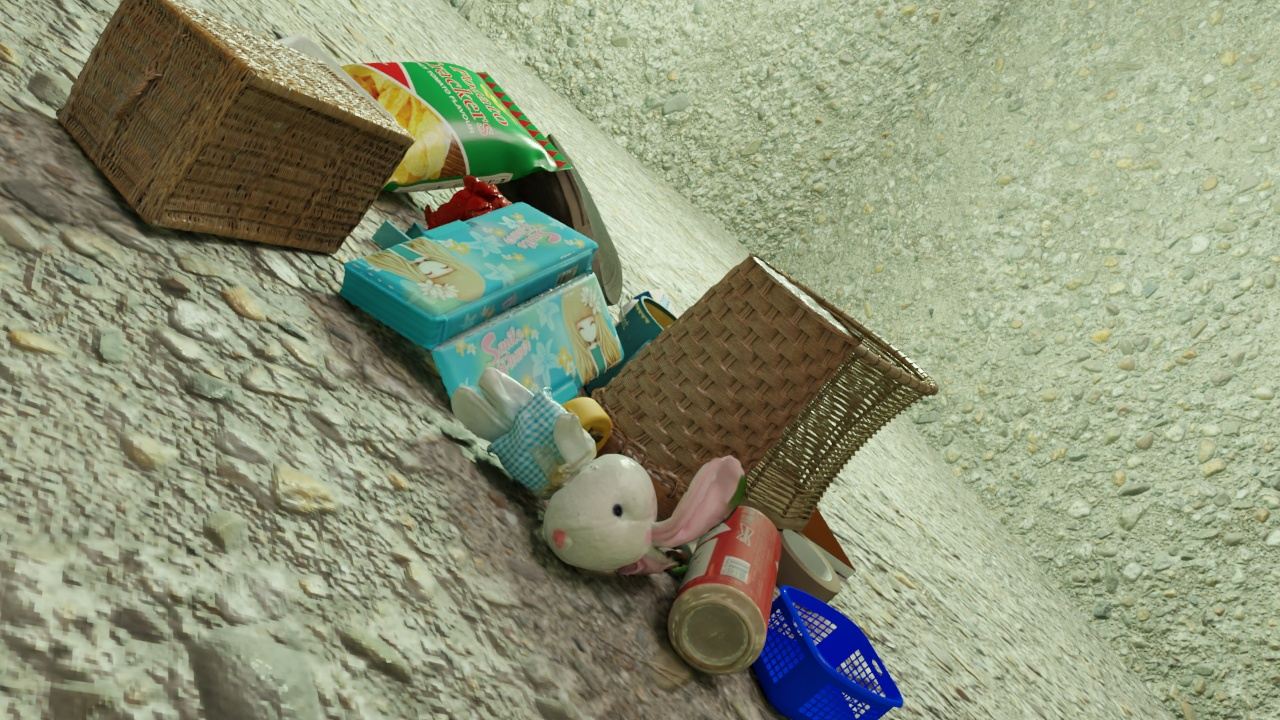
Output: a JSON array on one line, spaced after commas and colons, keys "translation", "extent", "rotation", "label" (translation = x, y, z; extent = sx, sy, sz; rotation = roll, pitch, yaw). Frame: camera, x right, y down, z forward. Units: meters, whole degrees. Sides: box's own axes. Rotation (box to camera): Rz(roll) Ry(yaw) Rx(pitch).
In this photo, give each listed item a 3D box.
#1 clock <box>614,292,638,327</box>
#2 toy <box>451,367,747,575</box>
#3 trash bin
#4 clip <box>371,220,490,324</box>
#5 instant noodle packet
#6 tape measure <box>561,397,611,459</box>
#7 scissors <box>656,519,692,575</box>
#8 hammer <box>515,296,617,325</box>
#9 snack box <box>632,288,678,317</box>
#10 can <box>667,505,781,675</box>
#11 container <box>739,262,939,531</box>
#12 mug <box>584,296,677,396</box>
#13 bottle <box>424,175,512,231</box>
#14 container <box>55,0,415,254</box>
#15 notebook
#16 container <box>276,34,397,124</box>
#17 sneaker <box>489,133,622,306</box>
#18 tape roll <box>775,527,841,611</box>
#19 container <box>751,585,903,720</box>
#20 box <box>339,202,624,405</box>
[{"translation": [0.002, -0.013, 0.996], "extent": [0.087, 0.044, 0.124], "rotation": [-72, 146, -61], "label": "clock"}, {"translation": [-0.042, 0.079, 0.615], "extent": [0.205, 0.131, 0.105], "rotation": [37, 30, -1], "label": "toy"}, {"translation": [0.064, 0.020, 0.779], "extent": [0.151, 0.210, 0.151], "rotation": [37, 14, -11], "label": "trash bin"}, {"translation": [-0.177, -0.079, 0.838], "extent": [0.127, 0.028, 0.113], "rotation": [46, 16, 13], "label": "clip"}, {"translation": [-0.226, -0.251, 0.976], "extent": [0.252, 0.091, 0.195], "rotation": [-16, 55, -37], "label": "instant noodle packet"}, {"translation": [-0.050, 0.058, 0.711], "extent": [0.030, 0.059, 0.068], "rotation": [50, 15, 27], "label": "tape measure"}, {"translation": [0.023, 0.133, 0.794], "extent": [0.072, 0.033, 0.175], "rotation": [39, 18, -4], "label": "scissors"}, {"translation": [-0.044, -0.034, 1.057], "extent": [0.132, 0.033, 0.330], "rotation": [47, 14, 22], "label": "hammer"}, {"translation": [0.041, -0.015, 1.140], "extent": [0.154, 0.033, 0.087], "rotation": [62, 15, 0], "label": "snack box"}, {"translation": [0.067, 0.165, 0.686], "extent": [0.067, 0.067, 0.170], "rotation": [44, 18, 1], "label": "can"}, {"translation": [0.151, 0.039, 0.941], "extent": [0.227, 0.196, 0.226], "rotation": [32, 14, -9], "label": "container"}, {"translation": [-0.005, 0.005, 0.894], "extent": [0.084, 0.104, 0.112], "rotation": [44, 17, 2], "label": "mug"}, {"translation": [-0.158, -0.119, 0.883], "extent": [0.111, 0.099, 0.098], "rotation": [54, 16, 13], "label": "bottle"}, {"translation": [-0.269, -0.158, 0.630], "extent": [0.113, 0.114, 0.198], "rotation": [42, 12, 13], "label": "container"}, {"translation": [0.160, 0.150, 1.100], "extent": [0.171, 0.022, 0.209], "rotation": [37, 15, -31], "label": "notebook"}, {"translation": [-0.297, -0.229, 0.838], "extent": [0.129, 0.050, 0.080], "rotation": [43, 43, -1], "label": "container"}, {"translation": [-0.103, -0.139, 1.033], "extent": [0.234, 0.120, 0.095], "rotation": [63, 9, 23], "label": "sneaker"}, {"translation": [0.155, 0.202, 0.910], "extent": [0.093, 0.030, 0.093], "rotation": [40, 14, -13], "label": "tape roll"}, {"translation": [0.135, 0.235, 0.704], "extent": [0.114, 0.058, 0.096], "rotation": [34, 17, -34], "label": "container"}, {"translation": [-0.105, -0.045, 0.743], "extent": [0.180, 0.074, 0.226], "rotation": [50, 36, 3], "label": "box"}]
